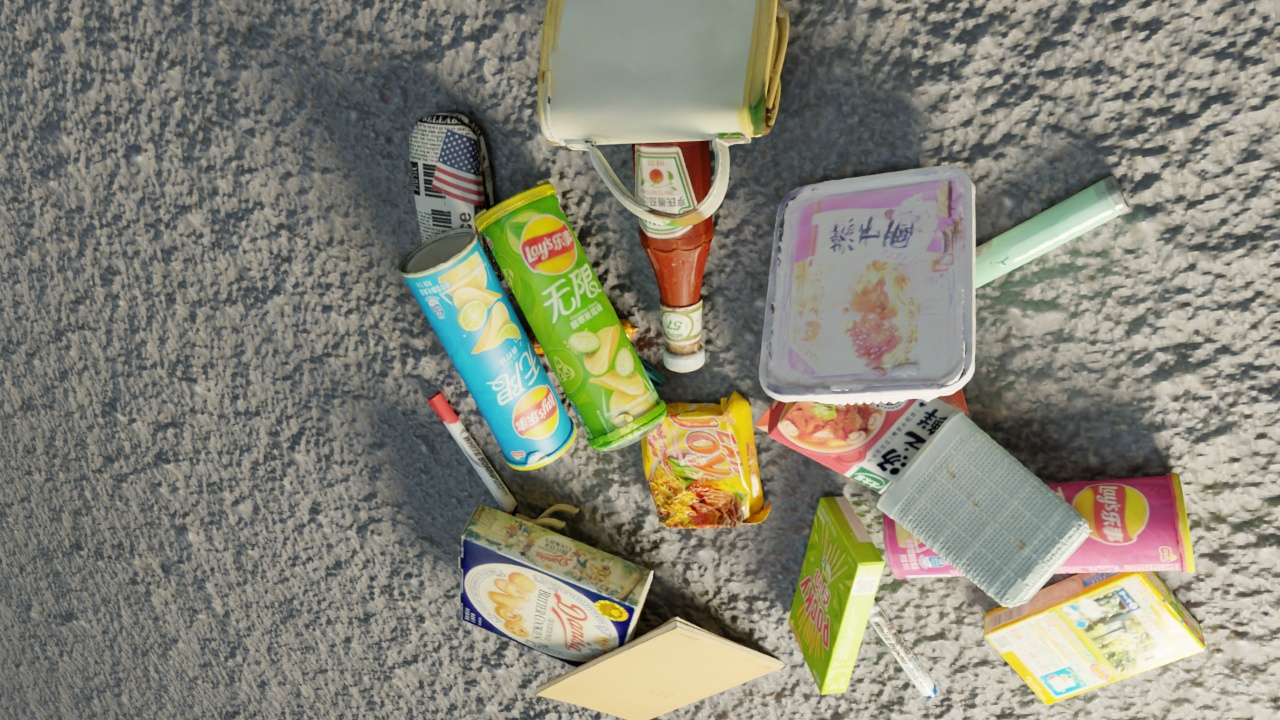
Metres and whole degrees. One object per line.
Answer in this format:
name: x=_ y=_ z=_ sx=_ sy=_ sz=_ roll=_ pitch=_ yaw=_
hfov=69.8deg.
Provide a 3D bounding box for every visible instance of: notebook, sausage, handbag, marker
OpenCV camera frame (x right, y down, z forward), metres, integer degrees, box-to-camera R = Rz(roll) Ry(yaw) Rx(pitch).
notebook: x=0.017 y=0.320 z=0.927 sx=0.149 sy=0.012 sz=0.212 roll=30 pitch=131 yaw=-31
sausage: x=-0.074 y=-0.018 z=0.817 sx=0.165 sy=0.021 sz=0.021 roll=-7 pitch=113 yaw=27
handbag: x=0.012 y=-0.175 z=0.622 sx=0.163 sy=0.063 sz=0.178 roll=4 pitch=81 yaw=22
marker: x=-0.167 y=0.095 z=0.924 sx=0.017 sy=0.017 sz=0.145 roll=-24 pitch=105 yaw=32
marker: x=0.226 y=0.250 z=0.834 sx=0.017 sy=0.016 sz=0.146 roll=-29 pitch=102 yaw=33

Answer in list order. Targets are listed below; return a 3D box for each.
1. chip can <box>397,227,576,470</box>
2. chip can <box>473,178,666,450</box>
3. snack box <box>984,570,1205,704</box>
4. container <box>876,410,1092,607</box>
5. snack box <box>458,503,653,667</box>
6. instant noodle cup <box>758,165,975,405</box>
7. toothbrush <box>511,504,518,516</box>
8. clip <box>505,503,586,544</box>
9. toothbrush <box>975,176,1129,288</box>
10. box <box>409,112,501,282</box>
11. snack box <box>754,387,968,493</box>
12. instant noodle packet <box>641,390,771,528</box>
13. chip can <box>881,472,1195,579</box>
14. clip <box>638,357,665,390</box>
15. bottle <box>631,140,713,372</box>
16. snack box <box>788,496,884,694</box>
chip can: x=-0.127 y=-0.006 z=0.785 sx=0.071 sy=0.071 sz=0.210 roll=-7 pitch=125 yaw=27
chip can: x=-0.054 y=-0.033 z=0.749 sx=0.073 sy=0.072 sz=0.221 roll=-25 pitch=94 yaw=32
snack box: x=0.365 y=0.221 z=0.748 sx=0.087 sy=0.033 sz=0.141 roll=47 pitch=126 yaw=-5
container: x=0.244 y=0.109 z=0.648 sx=0.111 sy=0.090 sz=0.090 roll=44 pitch=100 yaw=29
snack box: x=-0.090 y=0.235 z=0.913 sx=0.182 sy=0.045 sz=0.178 roll=20 pitch=139 yaw=7
instant noodle cup: x=0.159 y=-0.042 z=0.630 sx=0.138 sy=0.173 sz=0.060 roll=-4 pitch=149 yaw=26
toothbrush: x=-0.145 y=0.197 z=0.948 sx=0.017 sy=0.014 sz=0.190 roll=25 pitch=138 yaw=-3
clip: x=-0.100 y=0.162 z=0.922 sx=0.102 sy=0.034 sz=0.094 roll=27 pitch=129 yaw=17
toothbrush: x=0.232 y=-0.063 z=0.656 sx=0.225 sy=0.026 sz=0.027 roll=-31 pitch=109 yaw=34
box: x=-0.154 y=-0.130 z=0.786 sx=0.072 sy=0.059 sz=0.164 roll=0 pitch=119 yaw=2
snack box: x=0.168 y=0.047 z=0.717 sx=0.113 sy=0.044 sz=0.127 roll=27 pitch=125 yaw=-10
instant noodle packet: x=0.051 y=0.090 z=0.810 sx=0.111 sy=0.044 sz=0.128 roll=-6 pitch=114 yaw=22
chip can: x=0.298 y=0.129 z=0.704 sx=0.211 sy=0.071 sz=0.071 roll=-9 pitch=113 yaw=28
clip: x=-0.004 y=0.008 z=0.806 sx=0.057 sy=0.015 sz=0.049 roll=31 pitch=122 yaw=8
bottle: x=0.028 y=-0.088 z=0.711 sx=0.060 sy=0.059 sz=0.206 roll=6 pitch=119 yaw=21
snack box: x=0.167 y=0.204 z=0.796 sx=0.026 sy=0.085 sz=0.157 roll=-1 pitch=122 yaw=-13
